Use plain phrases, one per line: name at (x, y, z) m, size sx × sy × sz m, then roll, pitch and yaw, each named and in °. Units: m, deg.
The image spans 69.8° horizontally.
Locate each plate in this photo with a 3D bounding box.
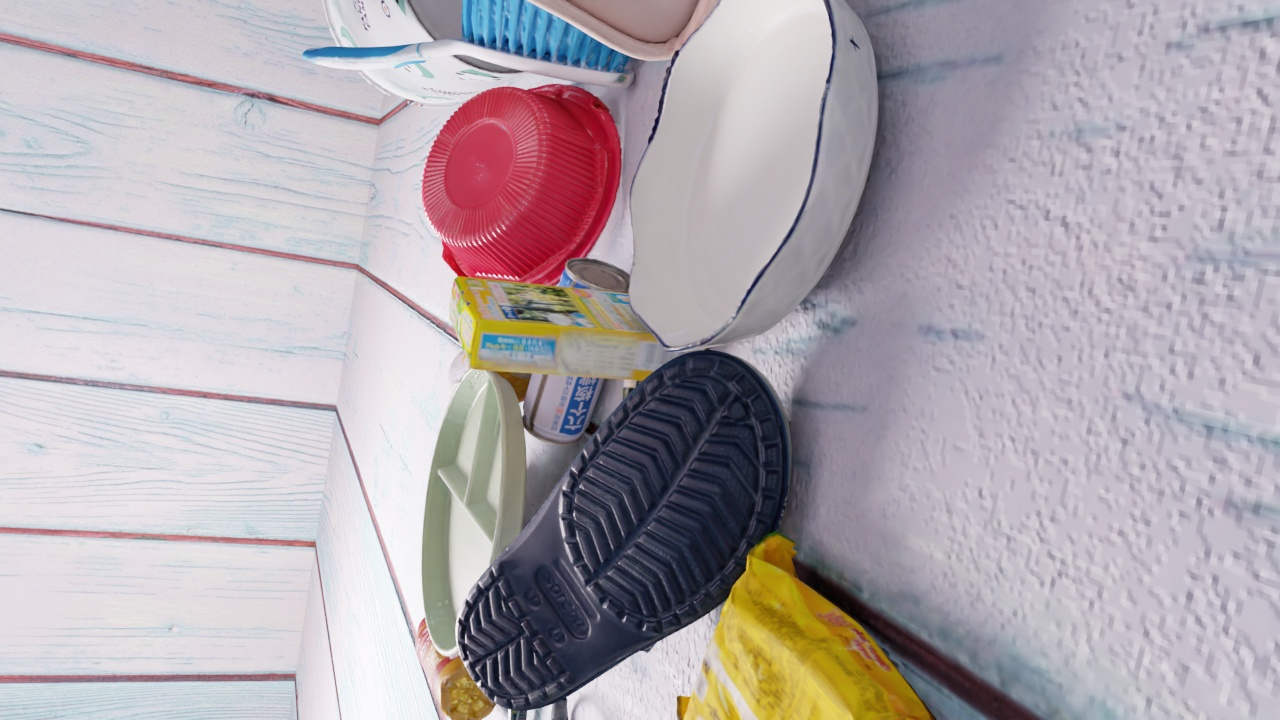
plate at (-0.135, 0.117, 0.733) m, size 0.230 × 0.027 × 0.230 m, roll -172°, pitch 90°, yaw -66°
plate at (0.053, -0.102, 0.478) m, size 0.205 × 0.045 × 0.205 m, roll -168°, pitch 90°, yaw -68°

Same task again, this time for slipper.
slipper at (-0.003, 0.102, 0.500) m, size 0.105 × 0.095 × 0.253 m, roll 48°, pitch 115°, yaw 14°

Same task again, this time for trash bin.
trash bin at (-0.177, -0.371, 0.906) m, size 0.252 × 0.229 × 0.230 m, roll 25°, pitch 106°, yaw 60°

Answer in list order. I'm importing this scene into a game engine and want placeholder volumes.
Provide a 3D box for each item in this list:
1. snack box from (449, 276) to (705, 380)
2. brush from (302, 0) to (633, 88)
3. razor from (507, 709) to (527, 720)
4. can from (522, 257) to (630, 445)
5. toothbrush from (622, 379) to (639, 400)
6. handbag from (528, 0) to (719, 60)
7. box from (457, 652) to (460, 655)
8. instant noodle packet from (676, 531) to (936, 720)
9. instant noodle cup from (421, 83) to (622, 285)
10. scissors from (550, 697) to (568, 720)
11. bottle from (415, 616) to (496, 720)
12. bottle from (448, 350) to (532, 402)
snack box at (-0.039, -0.019, 0.554) m, size 0.087 × 0.140 × 0.034 m, roll -132°, pitch 52°, yaw -61°
brush at (-0.144, -0.268, 0.743) m, size 0.060 × 0.315 × 0.110 m, roll -49°, pitch -29°, yaw -57°
razor at (-0.097, 0.278, 0.742) m, size 0.043 × 0.022 × 0.143 m, roll -161°, pitch 80°, yaw -69°
can at (-0.048, -0.005, 0.679) m, size 0.053 × 0.053 × 0.135 m, roll -119°, pitch 42°, yaw -54°
toothbrush at (-0.004, 0.004, 0.627) m, size 0.017 × 0.012 × 0.185 m, roll -8°, pitch 75°, yaw 60°
handbag at (-0.039, -0.293, 0.521) m, size 0.194 × 0.234 × 0.093 m, roll 121°, pitch 146°, yaw -43°
box at (-0.149, 0.186, 0.822) m, size 0.087 × 0.076 × 0.162 m, roll -41°, pitch 42°, yaw 16°
instant noodle packet at (0.064, 0.150, 0.381) m, size 0.128 × 0.044 × 0.111 m, roll 48°, pitch 120°, yaw 57°
instant noodle cup at (-0.110, -0.147, 0.744) m, size 0.194 × 0.065 × 0.193 m, roll -9°, pitch 74°, yaw 32°
scissors at (-0.056, 0.274, 0.588) m, size 0.180 × 0.014 × 0.159 m, roll -94°, pitch 3°, yaw -75°
bottle at (-0.183, 0.290, 0.891) m, size 0.175 × 0.057 × 0.057 m, roll -171°, pitch 90°, yaw -67°
bottle at (-0.124, 0.008, 0.831) m, size 0.190 × 0.068 × 0.068 m, roll 163°, pitch 113°, yaw -65°
